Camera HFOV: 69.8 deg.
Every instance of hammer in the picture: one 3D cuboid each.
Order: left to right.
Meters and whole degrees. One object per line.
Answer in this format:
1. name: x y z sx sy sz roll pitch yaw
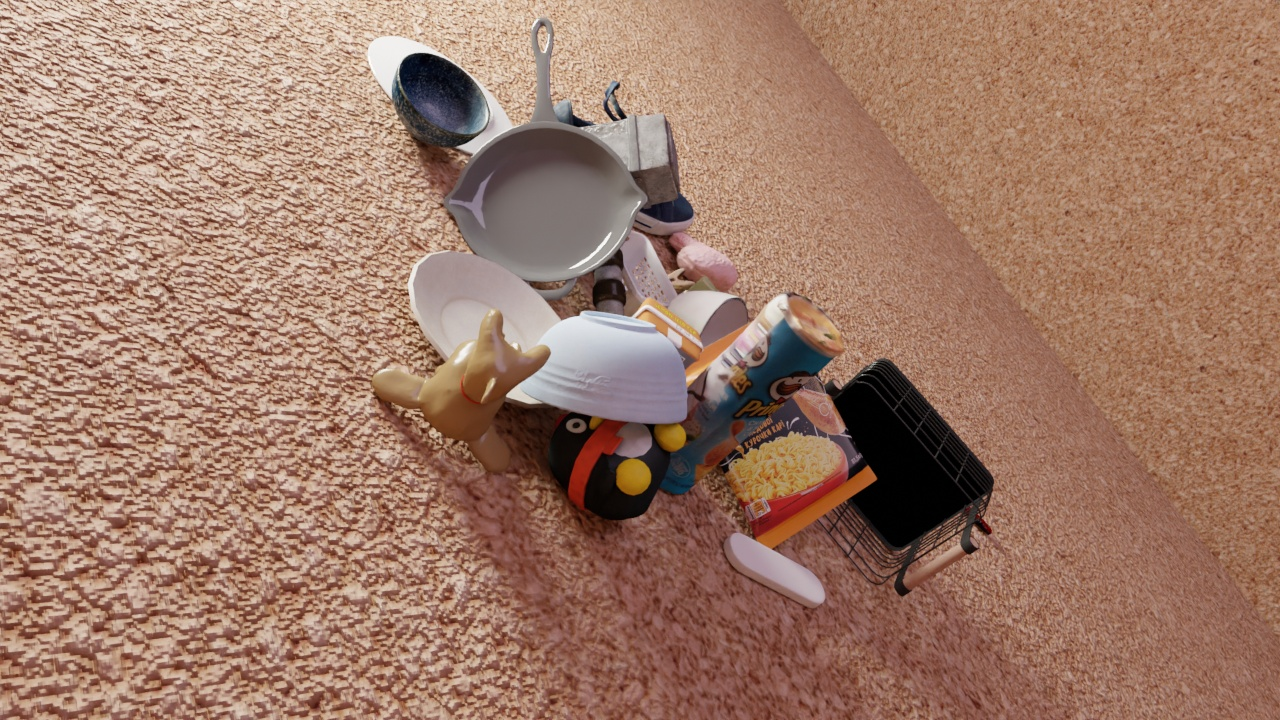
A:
1. hammer: -0.039 -0.120 1.034 0.079 0.177 0.325 64 20 -65

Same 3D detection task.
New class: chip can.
1. chip can: 0.090 0.035 0.887 0.080 0.230 0.079 31 30 -21

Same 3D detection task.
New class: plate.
1. plate: -0.239 -0.332 1.139 0.208 0.015 0.208 32 32 -23
2. plate: -0.140 -0.025 0.869 0.188 0.027 0.188 32 32 -23

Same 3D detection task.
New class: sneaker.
1. sneaker: -0.014 -0.273 1.251 0.294 0.127 0.120 22 38 -40

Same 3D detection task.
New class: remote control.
1. remote control: 0.139 0.217 0.946 0.136 0.013 0.043 31 32 -25

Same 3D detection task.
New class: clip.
1. clip: 0.050 -0.098 1.218 0.041 0.024 0.060 47 39 6

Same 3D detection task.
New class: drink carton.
1. drink carton: -0.005 0.005 0.907 0.076 0.125 0.048 34 31 -20

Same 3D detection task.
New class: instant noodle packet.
1. instant noodle packet: 0.144 0.071 0.989 0.159 0.032 0.221 -28 91 -20

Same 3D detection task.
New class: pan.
1. pan: -0.106 -0.228 1.016 0.216 0.024 0.354 -2 71 -4

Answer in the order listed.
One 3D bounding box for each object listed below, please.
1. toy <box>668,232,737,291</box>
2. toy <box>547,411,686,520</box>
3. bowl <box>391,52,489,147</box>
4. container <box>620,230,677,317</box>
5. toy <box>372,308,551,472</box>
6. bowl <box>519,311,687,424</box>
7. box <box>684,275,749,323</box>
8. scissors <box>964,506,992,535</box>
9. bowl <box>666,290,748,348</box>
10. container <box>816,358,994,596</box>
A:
1. toy: 0.085 -0.142 1.292 0.108 0.053 0.105 17 29 -41
2. toy: -0.034 0.084 0.808 0.119 0.100 0.097 29 45 17
3. bowl: -0.233 -0.282 1.031 0.114 0.061 0.114 24 49 -31
4. container: -0.011 -0.099 1.109 0.080 0.050 0.129 12 44 -46
5. toy: -0.130 0.018 0.737 0.134 0.108 0.105 37 43 -16
6. bowl: -0.026 0.000 0.800 0.150 0.075 0.150 11 9 -2
7. box: 0.115 -0.016 1.162 0.188 0.064 0.130 46 -13 -4
8. scissors: 0.478 0.183 1.431 0.199 0.015 0.178 47 30 3
9. bowl: 0.068 -0.031 1.072 0.066 0.116 0.116 25 18 30
10. container: 0.283 0.131 1.085 0.241 0.163 0.130 50 29 7
